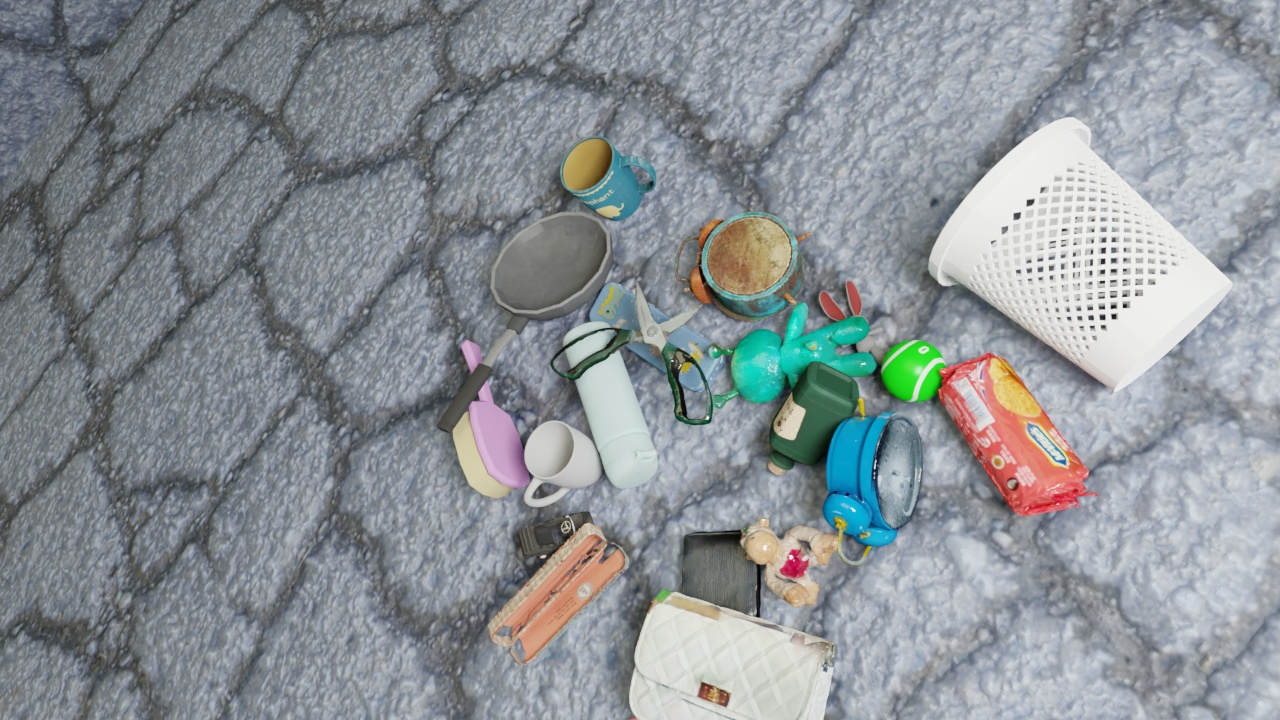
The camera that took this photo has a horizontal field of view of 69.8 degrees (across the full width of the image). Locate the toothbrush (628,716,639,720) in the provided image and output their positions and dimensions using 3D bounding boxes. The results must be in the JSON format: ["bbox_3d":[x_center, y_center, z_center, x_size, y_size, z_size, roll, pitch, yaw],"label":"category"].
[{"bbox_3d":[0.000,0.388,0.994,0.135,0.021,0.016,-35,42,11],"label":"toothbrush"}]

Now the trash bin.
[{"bbox_3d":[0.417,-0.087,0.862,0.195,0.195,0.199,-44,65,7],"label":"trash bin"}]

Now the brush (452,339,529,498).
[{"bbox_3d":[-0.209,0.074,1.206,0.043,0.089,0.228,-35,57,19],"label":"brush"}]

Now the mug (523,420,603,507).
[{"bbox_3d":[-0.096,0.135,1.113,0.071,0.089,0.107,34,89,36],"label":"mug"}]

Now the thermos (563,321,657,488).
[{"bbox_3d":[-0.037,0.054,1.121,0.078,0.065,0.206,-47,54,43],"label":"thermos"}]

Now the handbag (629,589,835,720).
[{"bbox_3d":[0.089,0.322,0.924,0.195,0.072,0.138,10,80,25],"label":"handbag"}]

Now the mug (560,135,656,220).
[{"bbox_3d":[-0.034,-0.240,1.225,0.112,0.104,0.084,-9,66,24],"label":"mug"}]

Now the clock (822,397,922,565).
[{"bbox_3d":[0.229,0.125,0.913,0.060,0.116,0.161,4,69,39],"label":"clock"}]

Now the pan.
[{"bbox_3d":[-0.158,-0.052,1.212,0.179,0.041,0.356,16,64,34],"label":"pan"}]

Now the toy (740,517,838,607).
[{"bbox_3d":[0.149,0.196,0.952,0.106,0.074,0.085,29,94,30],"label":"toy"}]

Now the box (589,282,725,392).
[{"bbox_3d":[0.015,-0.032,1.153,0.209,0.037,0.066,35,92,36],"label":"box"}]

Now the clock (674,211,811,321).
[{"bbox_3d":[0.119,-0.113,1.101,0.158,0.073,0.121,9,75,21],"label":"clock"}]

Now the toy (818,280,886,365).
[{"bbox_3d":[0.241,-0.037,1.026,0.049,0.030,0.111,-23,59,4],"label":"toy"}]

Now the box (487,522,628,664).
[{"bbox_3d":[-0.097,0.278,1.083,0.187,0.085,0.048,-48,22,7],"label":"box"}]

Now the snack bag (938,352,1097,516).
[{"bbox_3d":[0.356,0.072,0.888,0.082,0.082,0.176,-33,57,14],"label":"snack bag"}]

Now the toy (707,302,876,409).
[{"bbox_3d":[0.164,-0.001,1.025,0.194,0.072,0.130,-14,73,31],"label":"toy"}]

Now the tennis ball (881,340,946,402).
[{"bbox_3d":[0.285,0.011,0.958,0.065,0.065,0.065,-12,64,26],"label":"tennis ball"}]

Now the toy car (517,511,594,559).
[{"bbox_3d":[-0.099,0.208,1.100,0.092,0.037,0.040,-13,57,-12],"label":"toy car"}]

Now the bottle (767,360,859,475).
[{"bbox_3d":[0.176,0.071,0.984,0.061,0.061,0.131,26,122,-1],"label":"bottle"}]

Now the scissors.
[{"bbox_3d":[-0.006,0.006,1.082,0.202,0.015,0.201,-24,64,11],"label":"scissors"}]

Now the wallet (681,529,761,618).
[{"bbox_3d":[0.088,0.240,1.001,0.089,0.026,0.114,-9,66,25],"label":"wallet"}]
